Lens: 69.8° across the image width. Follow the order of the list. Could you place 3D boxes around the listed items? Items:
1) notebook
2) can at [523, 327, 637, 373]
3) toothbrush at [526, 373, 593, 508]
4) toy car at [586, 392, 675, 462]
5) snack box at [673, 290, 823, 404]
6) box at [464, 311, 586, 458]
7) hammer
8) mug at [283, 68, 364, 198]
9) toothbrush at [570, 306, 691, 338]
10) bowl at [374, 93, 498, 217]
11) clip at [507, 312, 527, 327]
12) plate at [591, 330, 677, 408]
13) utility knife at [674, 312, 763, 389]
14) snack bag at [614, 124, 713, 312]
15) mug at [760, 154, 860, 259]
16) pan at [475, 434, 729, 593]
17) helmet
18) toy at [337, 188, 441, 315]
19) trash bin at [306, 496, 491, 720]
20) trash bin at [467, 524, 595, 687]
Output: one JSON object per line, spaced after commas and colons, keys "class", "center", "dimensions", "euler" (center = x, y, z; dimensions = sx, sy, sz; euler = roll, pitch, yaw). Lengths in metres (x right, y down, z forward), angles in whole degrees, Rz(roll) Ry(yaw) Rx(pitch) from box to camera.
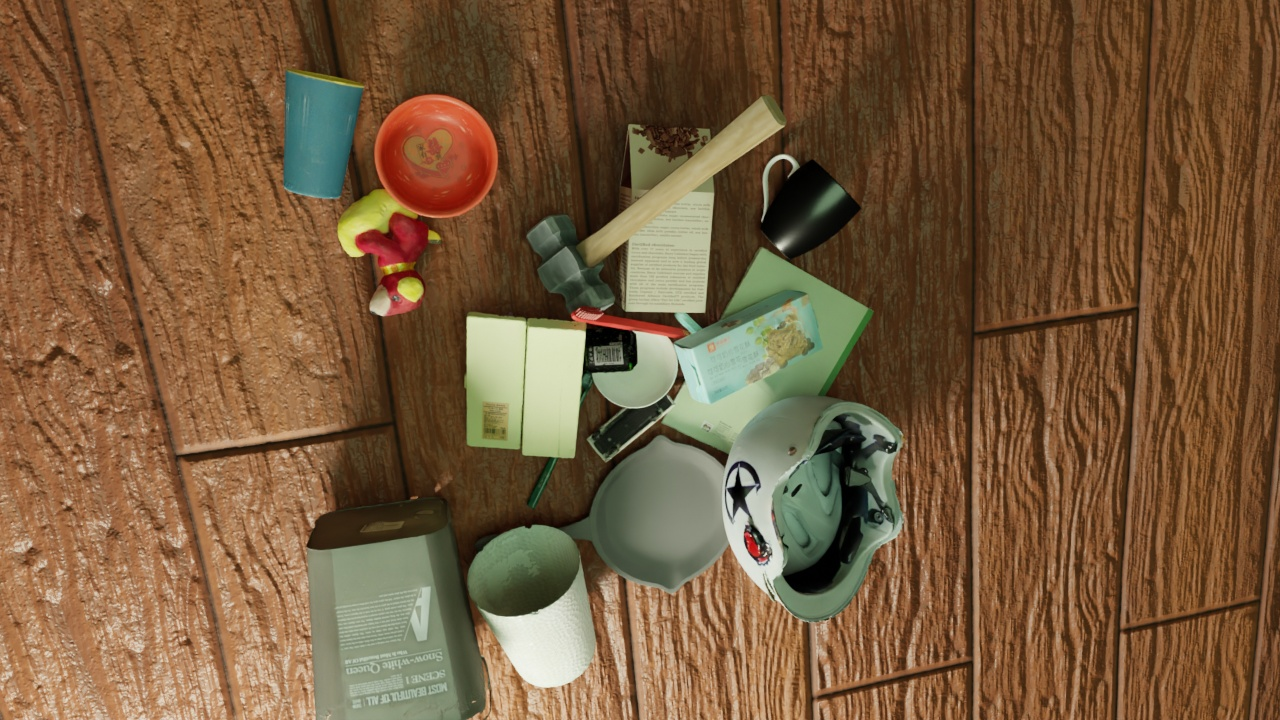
{"class": "notebook", "center": [0.163, 0.008, 1.164], "dimensions": [0.182, 0.010, 0.253], "euler": [27, 97, -17]}
{"class": "can", "center": [-0.072, -0.010, 1.071], "dimensions": [0.138, 0.054, 0.054], "euler": [-3, 105, 3]}
{"class": "toothbrush", "center": [-0.099, 0.095, 1.125], "dimensions": [0.017, 0.016, 0.190], "euler": [22, 98, -19]}
{"class": "toy car", "center": [-0.011, 0.076, 1.128], "dimensions": [0.113, 0.039, 0.039], "euler": [-40, 85, 1]}
{"class": "snack box", "center": [0.130, -0.018, 1.099], "dimensions": [0.174, 0.053, 0.075], "euler": [-25, 108, -20]}
{"class": "box", "center": [-0.135, 0.032, 1.055], "dimensions": [0.137, 0.024, 0.187], "euler": [8, 124, -1]}
{"class": "hammer", "center": [0.015, -0.167, 0.968], "dimensions": [0.324, 0.051, 0.117], "euler": [-33, 83, 32]}
{"class": "mug", "center": [-0.337, -0.236, 0.961], "dimensions": [0.078, 0.078, 0.121], "euler": [8, 107, -14]}
{"class": "toothbrush", "center": [0.006, -0.042, 1.061], "dimensions": [0.212, 0.012, 0.018], "euler": [8, 143, -44]}
{"class": "bowl", "center": [-0.222, -0.223, 1.002], "dimensions": [0.130, 0.045, 0.130], "euler": [-3, 104, -12]}
{"class": "clip", "center": [-0.154, -0.035, 1.082], "dimensions": [0.050, 0.014, 0.046], "euler": [-35, 108, -4]}
{"class": "plate", "center": [-0.007, 0.006, 1.107], "dimensions": [0.104, 0.026, 0.104], "euler": [-1, 82, 4]}
{"class": "utility knife", "center": [0.104, -0.005, 1.130], "dimensions": [0.177, 0.022, 0.016], "euler": [42, 94, -22]}
{"class": "snack bag", "center": [0.027, -0.164, 1.059], "dimensions": [0.094, 0.070, 0.206], "euler": [0, 104, -13]}
{"class": "mug", "center": [0.184, -0.186, 1.091], "dimensions": [0.100, 0.084, 0.119], "euler": [-45, 79, 14]}
{"class": "pan", "center": [-0.030, 0.204, 1.163], "dimensions": [0.354, 0.024, 0.217], "euler": [-8, 105, -11]}
{"class": "helmet", "center": [0.190, 0.169, 1.116], "dimensions": [0.236, 0.164, 0.264], "euler": [-8, 105, -38]}
{"class": "toy", "center": [-0.272, -0.121, 1.014], "dimensions": [0.105, 0.067, 0.137], "euler": [-17, 95, -11]}
{"class": "trash bin", "center": [-0.282, 0.289, 1.050], "dimensions": [0.197, 0.197, 0.220], "euler": [-7, 99, -11]}
{"class": "trash bin", "center": [-0.120, 0.301, 1.099], "dimensions": [0.133, 0.133, 0.161], "euler": [-18, 128, -8]}
